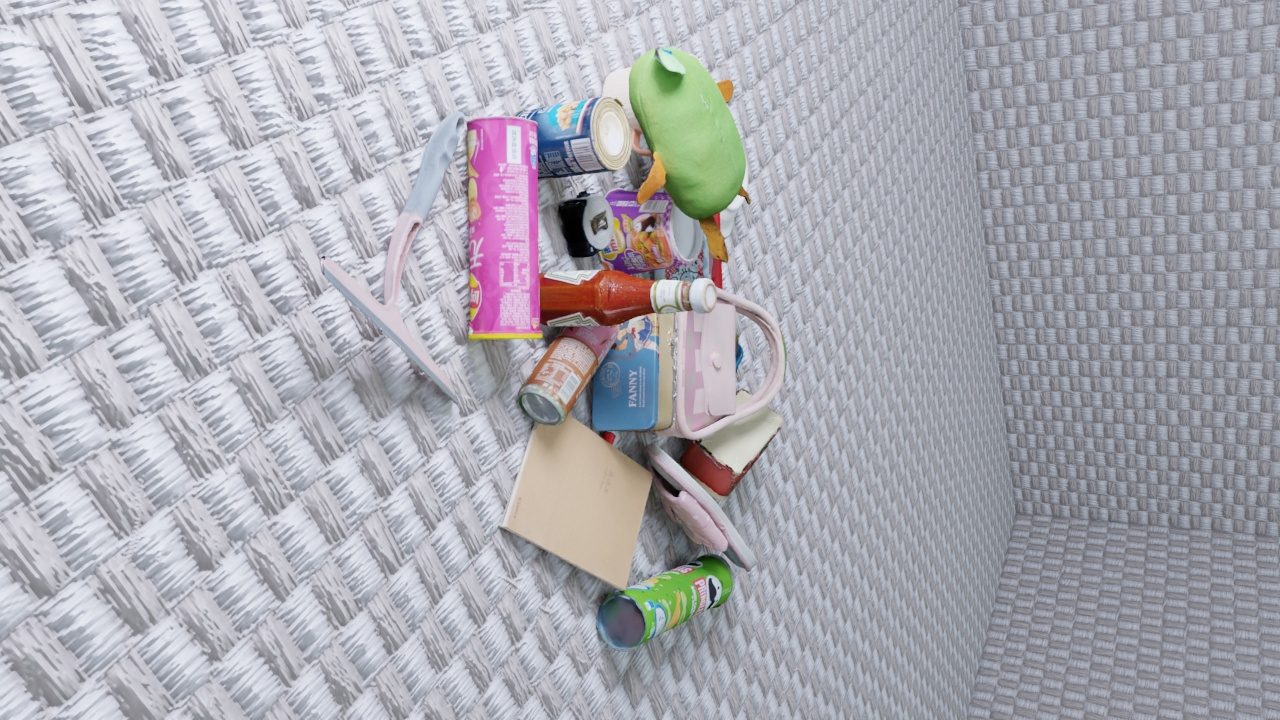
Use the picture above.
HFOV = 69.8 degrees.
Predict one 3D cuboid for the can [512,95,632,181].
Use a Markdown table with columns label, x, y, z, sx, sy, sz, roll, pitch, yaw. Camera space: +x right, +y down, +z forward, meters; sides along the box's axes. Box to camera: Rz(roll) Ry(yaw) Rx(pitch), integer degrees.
| label | x | y | z | sx | sy | sz | roll | pitch | yaw |
| --- | --- | --- | --- | --- | --- | --- | --- | --- | --- |
| can | -0.072 | -0.227 | 0.946 | 0.075 | 0.111 | 0.075 | -2 | 92 | -58 |

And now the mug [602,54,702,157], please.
| label | x | y | z | sx | sy | sz | roll | pitch | yaw |
| --- | --- | --- | --- | --- | --- | --- | --- | --- | --- |
| mug | 0.017 | -0.298 | 1.094 | 0.081 | 0.106 | 0.114 | 15 | 78 | -57 |

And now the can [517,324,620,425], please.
| label | x | y | z | sx | sy | sz | roll | pitch | yaw |
| --- | --- | --- | --- | --- | --- | --- | --- | --- | --- |
| can | -0.076 | 0.002 | 0.996 | 0.146 | 0.058 | 0.058 | -59 | 137 | -39 |

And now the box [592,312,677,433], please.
| label | x | y | z | sx | sy | sz | roll | pitch | yaw |
| --- | --- | --- | --- | --- | --- | --- | --- | --- | --- |
| box | -0.006 | 0.006 | 1.074 | 0.060 | 0.090 | 0.184 | 19 | 68 | -58 |

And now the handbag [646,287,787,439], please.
| label | x | y | z | sx | sy | sz | roll | pitch | yaw |
| --- | --- | --- | --- | --- | --- | --- | --- | --- | --- |
| handbag | 0.102 | 0.000 | 1.191 | 0.233 | 0.093 | 0.193 | -1 | 94 | -39 |

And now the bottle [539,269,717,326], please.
| label | x | y | z | sx | sy | sz | roll | pitch | yaw |
| --- | --- | --- | --- | --- | --- | --- | --- | --- | --- |
| bottle | -0.020 | -0.064 | 0.944 | 0.059 | 0.206 | 0.060 | -4 | 95 | -59 |

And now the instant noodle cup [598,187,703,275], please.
| label | x | y | z | sx | sy | sz | roll | pitch | yaw |
| --- | --- | --- | --- | --- | --- | --- | --- | --- | --- |
| instant noodle cup | 0.016 | -0.155 | 1.103 | 0.111 | 0.099 | 0.111 | -4 | 95 | -59 |

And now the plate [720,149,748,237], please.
| label | x | y | z | sx | sy | sz | roll | pitch | yaw |
| --- | --- | --- | --- | --- | --- | --- | --- | --- | --- |
| plate | 0.117 | -0.271 | 1.324 | 0.163 | 0.034 | 0.164 | 21 | 74 | -57 |

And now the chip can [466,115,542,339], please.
| label | x | y | z | sx | sy | sz | roll | pitch | yaw |
| --- | --- | --- | --- | --- | --- | --- | --- | --- | --- |
| chip can | -0.132 | -0.125 | 0.891 | 0.071 | 0.071 | 0.210 | -3 | 92 | -58 |

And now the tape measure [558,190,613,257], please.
| label | x | y | z | sx | sy | sz | roll | pitch | yaw |
| --- | --- | --- | --- | --- | --- | --- | --- | --- | --- |
| tape measure | -0.060 | -0.157 | 1.043 | 0.065 | 0.034 | 0.066 | -46 | 130 | -47 |

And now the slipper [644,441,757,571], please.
| label | x | y | z | sx | sy | sz | roll | pitch | yaw |
| --- | --- | --- | --- | --- | --- | --- | --- | --- | --- |
| slipper | 0.072 | 0.202 | 1.202 | 0.054 | 0.114 | 0.274 | -42 | 130 | -6 |

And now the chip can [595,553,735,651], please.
| label | x | y | z | sx | sy | sz | roll | pitch | yaw |
| --- | --- | --- | --- | --- | --- | --- | --- | --- | --- |
| chip can | 0.038 | 0.306 | 1.174 | 0.235 | 0.072 | 0.072 | -2 | 92 | -58 |

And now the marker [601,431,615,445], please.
| label | x | y | z | sx | sy | sz | roll | pitch | yaw |
| --- | --- | --- | --- | --- | --- | --- | --- | --- | --- |
| marker | -0.056 | 0.151 | 1.071 | 0.017 | 0.017 | 0.145 | 47 | 53 | -48 |

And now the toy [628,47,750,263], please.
| label | x | y | z | sx | sy | sz | roll | pitch | yaw |
| --- | --- | --- | --- | --- | --- | --- | --- | --- | --- |
| toy | 0.058 | -0.238 | 1.011 | 0.226 | 0.090 | 0.247 | -59 | 134 | -36 |

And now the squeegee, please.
| label | x | y | z | sx | sy | sz | roll | pitch | yaw |
| --- | --- | --- | --- | --- | --- | --- | --- | --- | --- |
| squeegee | -0.199 | -0.120 | 0.816 | 0.248 | 0.040 | 0.249 | 62 | 33 | -61 |

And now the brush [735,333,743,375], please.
| label | x | y | z | sx | sy | sz | roll | pitch | yaw |
| --- | --- | --- | --- | --- | --- | --- | --- | --- | --- |
| brush | 0.105 | 0.022 | 1.290 | 0.143 | 0.055 | 0.073 | -54 | 134 | -43 |

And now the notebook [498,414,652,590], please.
| label | x | y | z | sx | sy | sz | roll | pitch | yaw |
| --- | --- | --- | --- | --- | --- | --- | --- | --- | --- |
| notebook | -0.064 | 0.155 | 1.038 | 0.211 | 0.012 | 0.149 | 40 | 56 | -42 |

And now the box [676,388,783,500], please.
| label | x | y | z | sx | sy | sz | roll | pitch | yaw |
| --- | --- | --- | --- | --- | --- | --- | --- | --- | --- |
| box | 0.133 | 0.110 | 1.283 | 0.167 | 0.091 | 0.076 | -40 | 163 | -50 |

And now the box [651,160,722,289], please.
| label | x | y | z | sx | sy | sz | roll | pitch | yaw |
| --- | --- | --- | --- | --- | --- | --- | --- | --- | --- |
| box | 0.058 | -0.176 | 1.216 | 0.118 | 0.098 | 0.201 | -104 | -169 | -72 |
